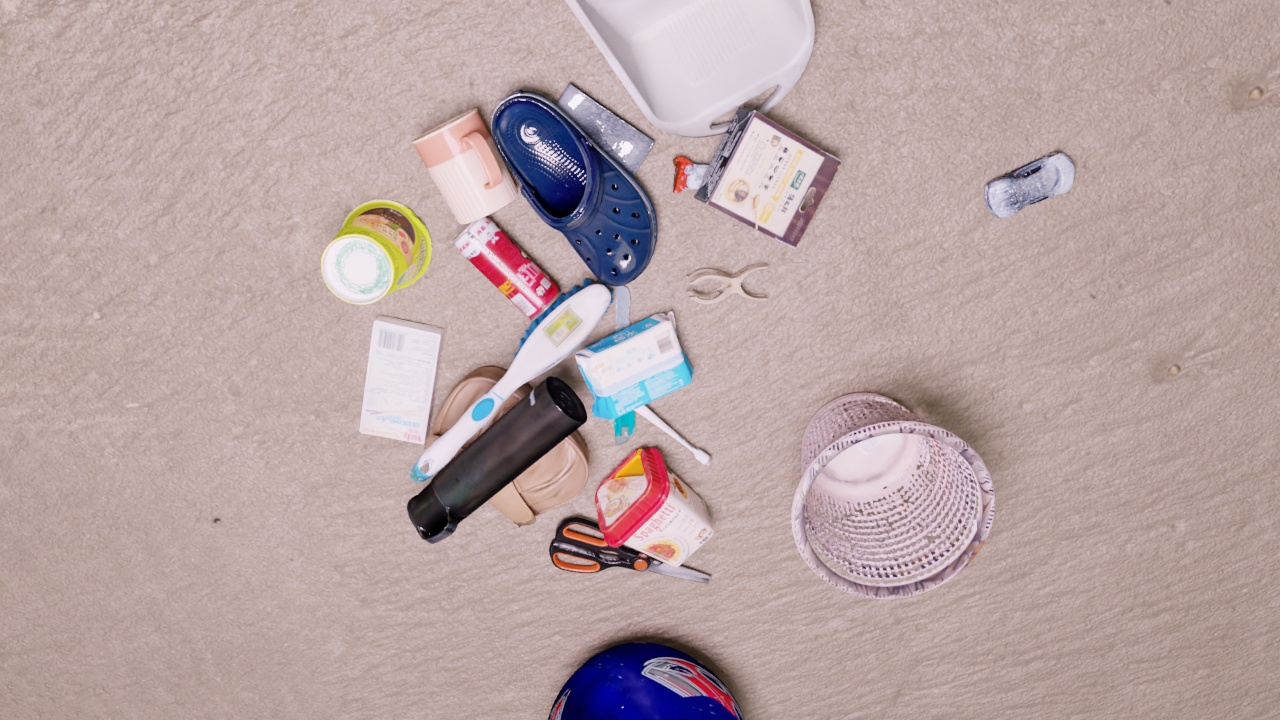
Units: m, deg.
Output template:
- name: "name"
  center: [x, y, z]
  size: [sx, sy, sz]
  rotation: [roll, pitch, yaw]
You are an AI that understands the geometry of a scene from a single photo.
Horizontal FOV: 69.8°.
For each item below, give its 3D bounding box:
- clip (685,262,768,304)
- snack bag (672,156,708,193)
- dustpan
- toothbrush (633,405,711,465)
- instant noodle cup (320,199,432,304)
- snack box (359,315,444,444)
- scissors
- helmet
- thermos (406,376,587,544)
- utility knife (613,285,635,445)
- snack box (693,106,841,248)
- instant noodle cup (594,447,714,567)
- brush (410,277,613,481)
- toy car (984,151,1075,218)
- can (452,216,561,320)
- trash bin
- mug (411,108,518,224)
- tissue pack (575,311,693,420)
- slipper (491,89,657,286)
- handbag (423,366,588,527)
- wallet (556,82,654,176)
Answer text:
- name: "clip"
  center: [0.106, -0.093, 1.112]
  size: [0.100, 0.034, 0.074]
  rotation: [-3, 110, -4]
- name: "snack bag"
  center: [0.087, -0.212, 1.068]
  size: [0.105, 0.026, 0.045]
  rotation: [6, 106, -3]
- name: "dustpan"
  center: [0.073, -0.336, 0.935]
  size: [0.223, 0.257, 0.142]
  rotation: [-28, 85, 10]
- name: "toothbrush"
  center: [0.023, 0.079, 1.181]
  size: [0.180, 0.016, 0.016]
  rotation: [39, 94, -17]
- name: "instant noodle cup"
  center: [-0.308, -0.118, 1.055]
  size: [0.111, 0.123, 0.112]
  rotation: [0, 111, 0]
- name: "snack box"
  center: [-0.303, 0.026, 1.163]
  size: [0.084, 0.026, 0.157]
  rotation: [12, 111, -5]
- name: "scissors"
  center: [-0.017, 0.283, 1.269]
  size: [0.235, 0.021, 0.139]
  rotation: [35, 115, -17]
- name: "helmet"
  center: [0.030, 0.524, 1.240]
  size: [0.315, 0.248, 0.240]
  rotation: [43, 72, -12]
- name: "thermos"
  center: [-0.168, 0.125, 1.066]
  size: [0.243, 0.090, 0.068]
  rotation: [-41, 126, 17]
- name: "utility knife"
  center: [-0.022, 0.009, 1.162]
  size: [0.029, 0.013, 0.219]
  rotation: [-2, 111, -3]
- name: "snack box"
  center: [0.143, -0.206, 1.038]
  size: [0.125, 0.053, 0.113]
  rotation: [22, 103, -28]
- name: "instant noodle cup"
  center: [0.020, 0.196, 1.189]
  size: [0.124, 0.116, 0.116]
  rotation: [37, 107, -26]
- name: "brush"
  center: [-0.148, 0.019, 1.073]
  size: [0.314, 0.109, 0.060]
  rotation: [-44, 99, -2]
- name: "toy car"
  center: [0.455, -0.204, 1.067]
  size: [0.106, 0.031, 0.049]
  rotation: [-25, 110, 9]
- name: "can"
  center: [-0.159, -0.112, 1.094]
  size: [0.053, 0.053, 0.133]
  rotation: [-41, 105, 14]
- name: "trash bin"
  center: [0.284, 0.141, 1.114]
  size: [0.227, 0.192, 0.228]
  rotation: [0, 111, 1]
- name: "mug"
  center: [-0.188, -0.217, 1.025]
  size: [0.081, 0.115, 0.106]
  rotation: [-36, 113, -23]
- name: "tissue pack"
  center: [-0.007, 0.007, 1.121]
  size: [0.140, 0.063, 0.090]
  rotation: [-26, 110, -14]
- name: "slipper"
  center: [-0.070, -0.191, 1.029]
  size: [0.105, 0.095, 0.253]
  rotation: [-32, 109, 19]
- name: "handbag"
  center: [-0.166, 0.112, 1.156]
  size: [0.204, 0.099, 0.148]
  rotation: [41, 100, -10]
- name: "wallet"
  center: [-0.058, -0.246, 1.062]
  size: [0.121, 0.019, 0.097]
  rotation: [32, 111, -13]
